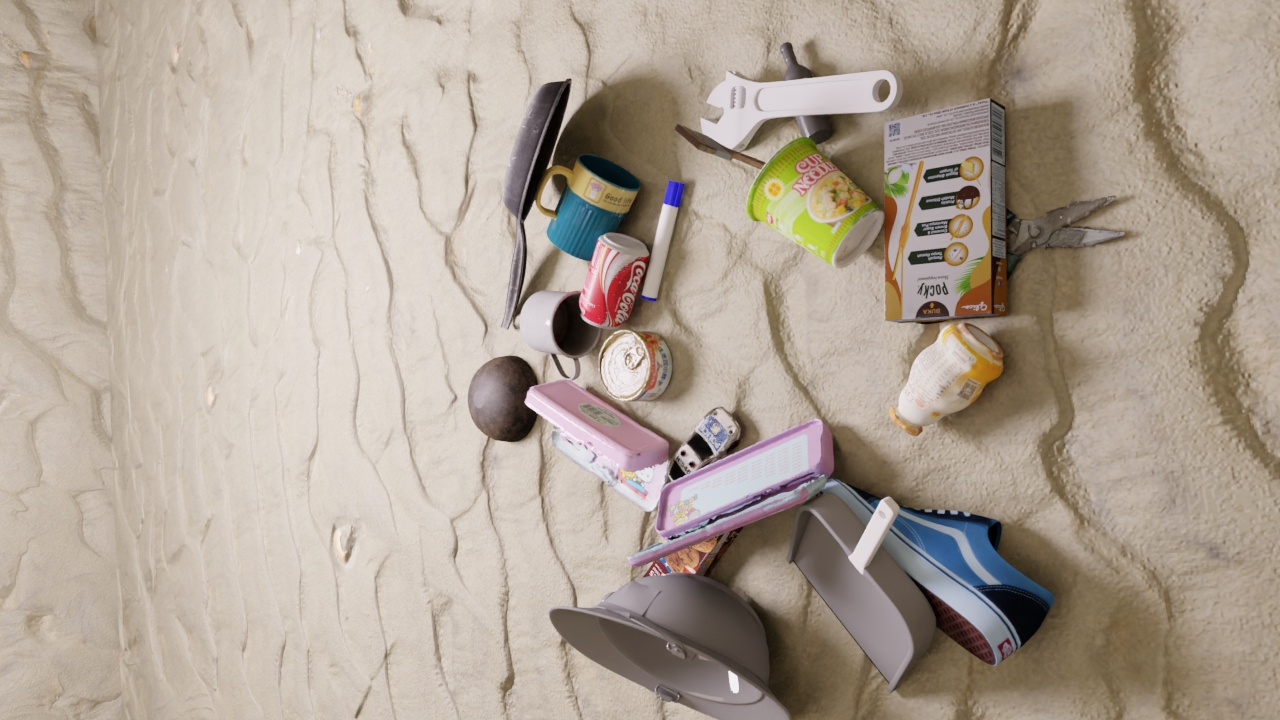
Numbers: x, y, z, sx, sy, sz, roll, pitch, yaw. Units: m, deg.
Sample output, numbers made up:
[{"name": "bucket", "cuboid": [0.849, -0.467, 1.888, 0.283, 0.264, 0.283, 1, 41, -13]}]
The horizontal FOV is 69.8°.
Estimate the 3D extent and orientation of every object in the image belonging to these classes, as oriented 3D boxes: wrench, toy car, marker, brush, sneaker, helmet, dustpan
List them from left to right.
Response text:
[{"name": "marker", "cuboid": [0.026, -0.140, 1.083, 0.020, 0.020, 0.141, 23, 105, 41]}, {"name": "helmet", "cuboid": [0.047, 0.282, 0.978, 0.271, 0.117, 0.184, 22, 146, 11]}, {"name": "toy car", "cuboid": [0.068, 0.101, 1.026, 0.048, 0.040, 0.113, 51, 120, 30]}, {"name": "brush", "cuboid": [0.098, -0.209, 0.934, 0.045, 0.143, 0.008, 51, 120, 41]}, {"name": "wrench", "cuboid": [0.152, -0.254, 0.929, 0.274, 0.018, 0.087, 19, 110, 53]}, {"name": "dustpan", "cuboid": [0.198, 0.188, 0.819, 0.163, 0.033, 0.258, 52, 154, 30]}, {"name": "sneaker", "cuboid": [0.266, 0.169, 0.838, 0.241, 0.098, 0.083, 38, 158, 50]}]

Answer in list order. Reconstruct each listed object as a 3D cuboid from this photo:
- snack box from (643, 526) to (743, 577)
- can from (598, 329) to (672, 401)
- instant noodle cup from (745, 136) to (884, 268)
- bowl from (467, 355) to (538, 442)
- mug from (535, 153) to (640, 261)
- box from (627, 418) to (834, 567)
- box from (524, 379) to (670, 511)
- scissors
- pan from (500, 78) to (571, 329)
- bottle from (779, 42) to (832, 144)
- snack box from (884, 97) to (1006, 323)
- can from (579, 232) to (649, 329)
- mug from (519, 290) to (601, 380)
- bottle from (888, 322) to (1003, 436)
[{"name": "snack box", "cuboid": [0.055, 0.223, 1.041, 0.051, 0.031, 0.141, 48, 120, 32]}, {"name": "can", "cuboid": [-0.006, 0.006, 1.094, 0.086, 0.043, 0.086, -1, 89, 43]}, {"name": "instant noodle cup", "cuboid": [0.176, -0.150, 0.901, 0.108, 0.098, 0.099, 44, 118, 26]}, {"name": "bowl", "cuboid": [-0.200, 0.053, 1.262, 0.121, 0.056, 0.121, -1, 88, 43]}, {"name": "mug", "cuboid": [-0.073, -0.190, 1.114, 0.107, 0.113, 0.083, -60, 28, 28]}, {"name": "box", "cuboid": [0.092, 0.142, 0.927, 0.215, 0.149, 0.049, -29, 100, 29]}, {"name": "box", "cuboid": [-0.057, 0.108, 1.120, 0.202, 0.086, 0.103, 29, 121, 39]}, {"name": "scissors", "cuboid": [0.319, -0.087, 0.813, 0.210, 0.015, 0.146, 11, 93, 44]}, {"name": "pan", "cuboid": [-0.150, -0.193, 1.183, 0.186, 0.055, 0.358, -78, 9, -58]}, {"name": "bottle", "cuboid": [0.167, -0.279, 0.948, 0.030, 0.030, 0.113, -28, 70, 39]}, {"name": "snack box", "cuboid": [0.273, -0.130, 0.828, 0.101, 0.031, 0.186, -2, 86, 45]}, {"name": "can", "cuboid": [-0.033, -0.095, 1.102, 0.064, 0.064, 0.105, 37, 118, 37]}, {"name": "mug", "cuboid": [-0.101, -0.033, 1.157, 0.071, 0.084, 0.113, 9, 100, 45]}, {"name": "bottle", "cuboid": [0.271, 0.019, 0.824, 0.063, 0.063, 0.109, 53, 122, 30]}]
